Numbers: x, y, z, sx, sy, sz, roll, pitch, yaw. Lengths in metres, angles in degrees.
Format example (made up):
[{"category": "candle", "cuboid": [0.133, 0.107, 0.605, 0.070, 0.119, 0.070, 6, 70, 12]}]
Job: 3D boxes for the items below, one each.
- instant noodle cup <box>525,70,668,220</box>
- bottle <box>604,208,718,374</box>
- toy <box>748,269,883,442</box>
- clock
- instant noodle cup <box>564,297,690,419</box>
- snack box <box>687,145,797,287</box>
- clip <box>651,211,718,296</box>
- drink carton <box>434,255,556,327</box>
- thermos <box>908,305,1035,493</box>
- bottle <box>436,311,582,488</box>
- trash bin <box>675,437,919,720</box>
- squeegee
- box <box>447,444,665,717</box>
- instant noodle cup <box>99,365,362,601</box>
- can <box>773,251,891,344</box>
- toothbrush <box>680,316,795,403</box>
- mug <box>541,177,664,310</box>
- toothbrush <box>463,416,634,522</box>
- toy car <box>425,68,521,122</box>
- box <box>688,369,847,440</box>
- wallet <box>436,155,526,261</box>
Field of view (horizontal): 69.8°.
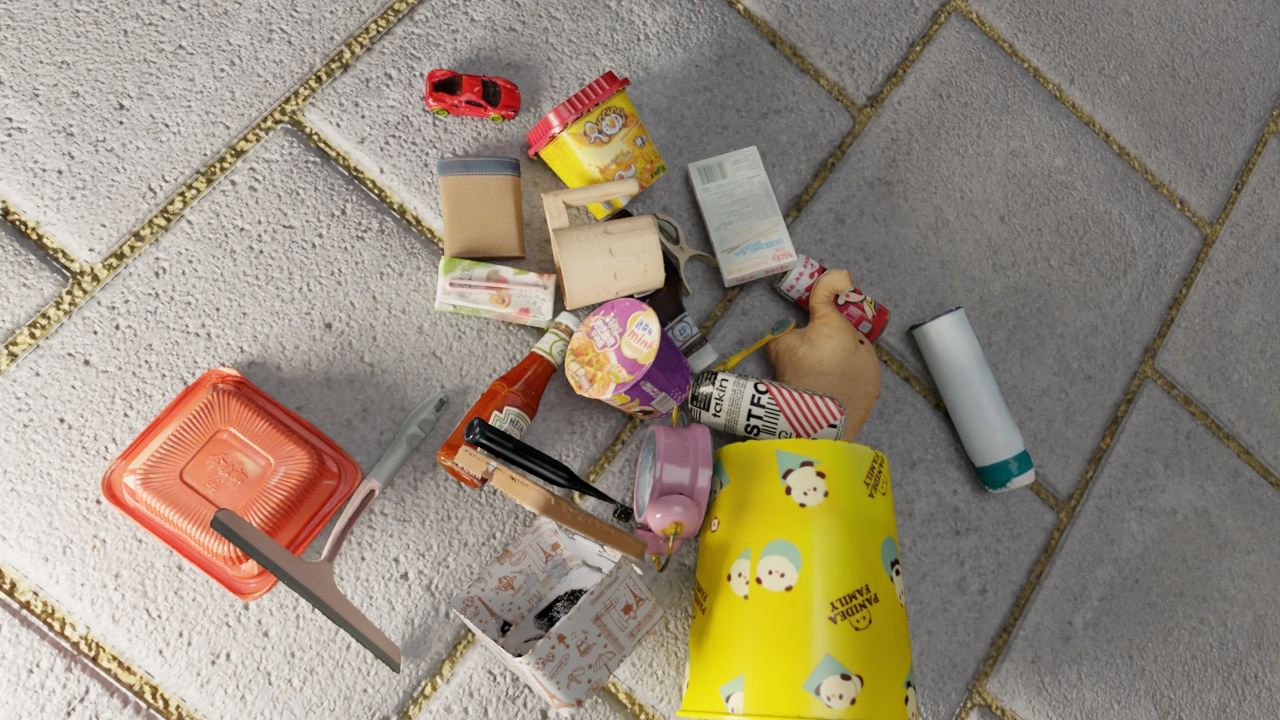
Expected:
[{"category": "instant noodle cup", "cuboid": [-0.043, -0.231, 1.007, 0.116, 0.116, 0.123, -41, 102, -21]}, {"category": "bottle", "cuboid": [0.014, -0.071, 1.016, 0.079, 0.044, 0.195, -37, 90, -16]}, {"category": "toy", "cuboid": [0.201, 0.014, 1.020, 0.143, 0.082, 0.225, 28, 78, -5]}, {"category": "clock", "cuboid": [0.030, 0.135, 0.927, 0.060, 0.117, 0.158, 9, 61, -10]}, {"category": "instant noodle cup", "cuboid": [-0.006, 0.006, 0.949, 0.099, 0.112, 0.111, 39, 62, -50]}, {"category": "snack box", "cuboid": [0.115, -0.166, 1.049, 0.084, 0.027, 0.156, -16, 70, -1]}, {"category": "clip", "cuboid": [0.038, -0.125, 1.043, 0.061, 0.034, 0.097, -45, 101, -22]}, {"category": "drink carton", "cuboid": [-0.152, -0.072, 0.965, 0.122, 0.046, 0.053, 9, 76, -14]}, {"category": "thermos", "cuboid": [0.398, 0.049, 1.089, 0.073, 0.073, 0.224, -21, 84, -20]}, {"category": "bottle", "cuboid": [-0.125, 0.035, 0.939, 0.060, 0.060, 0.205, 38, 70, -5]}, {"category": "trash bin", "cuboid": [0.155, 0.222, 0.899, 0.229, 0.230, 0.254, 9, 69, -14]}, {"category": "squeegee", "cuboid": [-0.253, 0.125, 0.875, 0.248, 0.040, 0.248, 56, 46, -35]}, {"category": "box", "cuboid": [-0.099, 0.174, 0.819, 0.156, 0.183, 0.192, -45, 114, -21]}, {"category": "instant noodle cup", "cuboid": [-0.374, 0.105, 0.840, 0.189, 0.079, 0.164, 36, 68, -3]}, {"category": "can", "cuboid": [0.223, -0.071, 1.071, 0.132, 0.053, 0.053, 32, 70, -7]}, {"category": "toothbrush", "cuboid": [0.089, 0.007, 1.002, 0.191, 0.018, 0.016, -33, 62, -1]}, {"category": "mug", "cuboid": [-0.039, -0.123, 0.950, 0.103, 0.084, 0.124, -12, 86, -7]}, {"category": "toothbrush", "cuboid": [-0.084, 0.114, 0.916, 0.212, 0.026, 0.027, 34, 77, -31]}, {"category": "toy car", "cuboid": [-0.185, -0.295, 1.018, 0.106, 0.031, 0.049, 4, 77, -18]}, {"category": "box", "cuboid": [0.134, 0.053, 0.960, 0.163, 0.080, 0.075, 11, 103, 14]}, {"category": "wallet", "cuboid": [-0.170, -0.163, 0.990, 0.090, 0.033, 0.115, -4, 79, -15]}]
